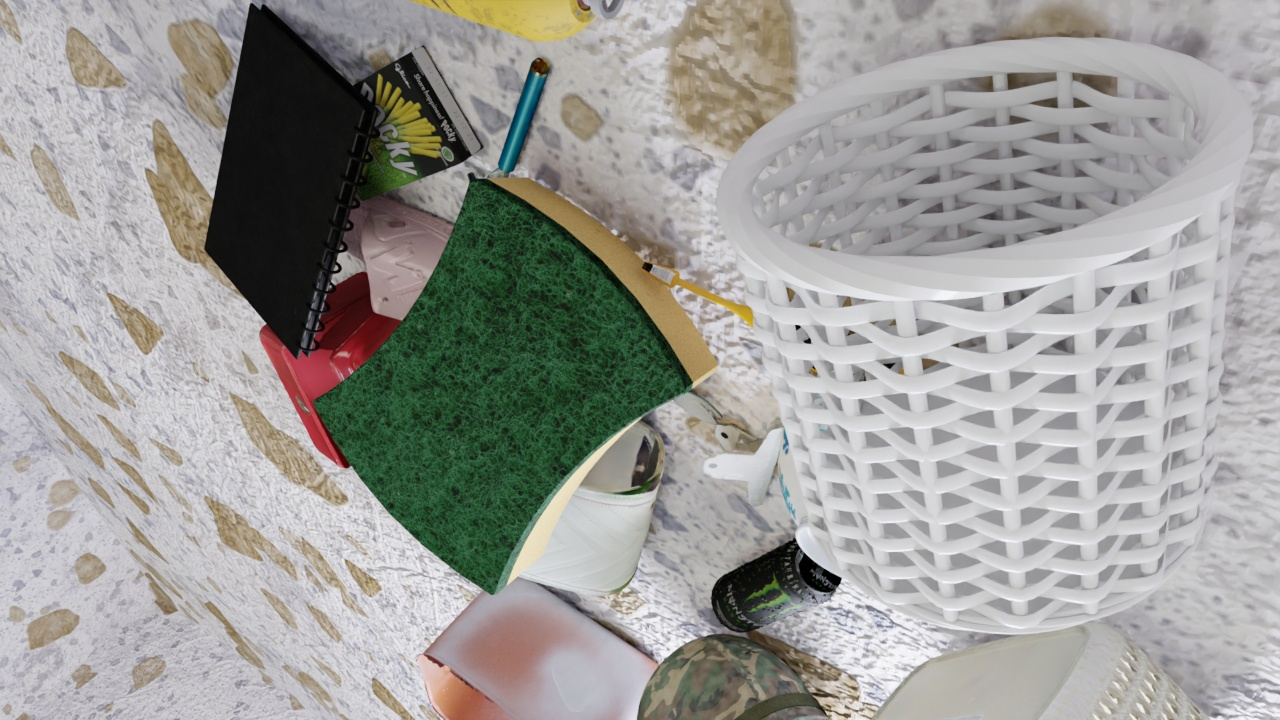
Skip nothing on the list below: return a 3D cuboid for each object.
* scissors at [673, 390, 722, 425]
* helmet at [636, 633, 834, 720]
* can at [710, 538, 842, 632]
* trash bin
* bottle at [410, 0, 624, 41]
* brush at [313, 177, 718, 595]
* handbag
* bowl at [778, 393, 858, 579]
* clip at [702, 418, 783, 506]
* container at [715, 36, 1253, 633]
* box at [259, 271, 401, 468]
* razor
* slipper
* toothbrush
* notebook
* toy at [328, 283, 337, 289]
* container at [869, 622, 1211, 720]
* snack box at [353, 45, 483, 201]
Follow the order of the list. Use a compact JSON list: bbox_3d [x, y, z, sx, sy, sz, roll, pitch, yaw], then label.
[{"bbox_3d":[-0.008,0.007,0.714,0.151,0.019,0.130,-7,123,45],"label":"scissors"},{"bbox_3d":[0.094,0.376,0.831,0.236,0.192,0.225,47,140,44],"label":"helmet"},{"bbox_3d":[0.108,0.185,0.749,0.054,0.053,0.138,43,144,0],"label":"can"},{"bbox_3d":[-0.110,0.389,1.079,0.260,0.157,0.182,27,141,20],"label":"trash bin"},{"bbox_3d":[-0.082,-0.223,0.508,0.164,0.070,0.071,25,141,23],"label":"bottle"},{"bbox_3d":[-0.093,0.018,0.652,0.195,0.075,0.251,45,113,7],"label":"brush"},{"bbox_3d":[-0.057,0.122,0.811,0.142,0.096,0.199,15,140,1],"label":"handbag"},{"bbox_3d":[0.144,0.094,0.584,0.144,0.074,0.144,26,152,15],"label":"bowl"},{"bbox_3d":[0.075,0.075,0.693,0.054,0.040,0.102,19,138,11],"label":"clip"},{"bbox_3d":[0.146,-0.013,0.401,0.190,0.188,0.187,10,134,37],"label":"container"},{"bbox_3d":[-0.261,0.012,0.868,0.117,0.135,0.157,9,131,31],"label":"box"},{"bbox_3d":[-0.089,-0.151,0.631,0.144,0.022,0.042,-49,52,50],"label":"razor"},{"bbox_3d":[-0.208,-0.083,0.776,0.239,0.064,0.094,31,142,19],"label":"slipper"},{"bbox_3d":[0.085,-0.022,0.581,0.197,0.031,0.030,27,-176,20],"label":"toothbrush"},{"bbox_3d":[-0.285,-0.136,0.735,0.169,0.019,0.232,43,124,23],"label":"notebook"},{"bbox_3d":[-0.313,-0.032,0.924,0.052,0.099,0.096,21,175,-19],"label":"toy"},{"bbox_3d":[0.256,0.278,0.605,0.143,0.184,0.252,51,145,5],"label":"container"},{"bbox_3d":[-0.190,-0.175,0.697,0.148,0.025,0.080,-5,123,46],"label":"snack box"}]
